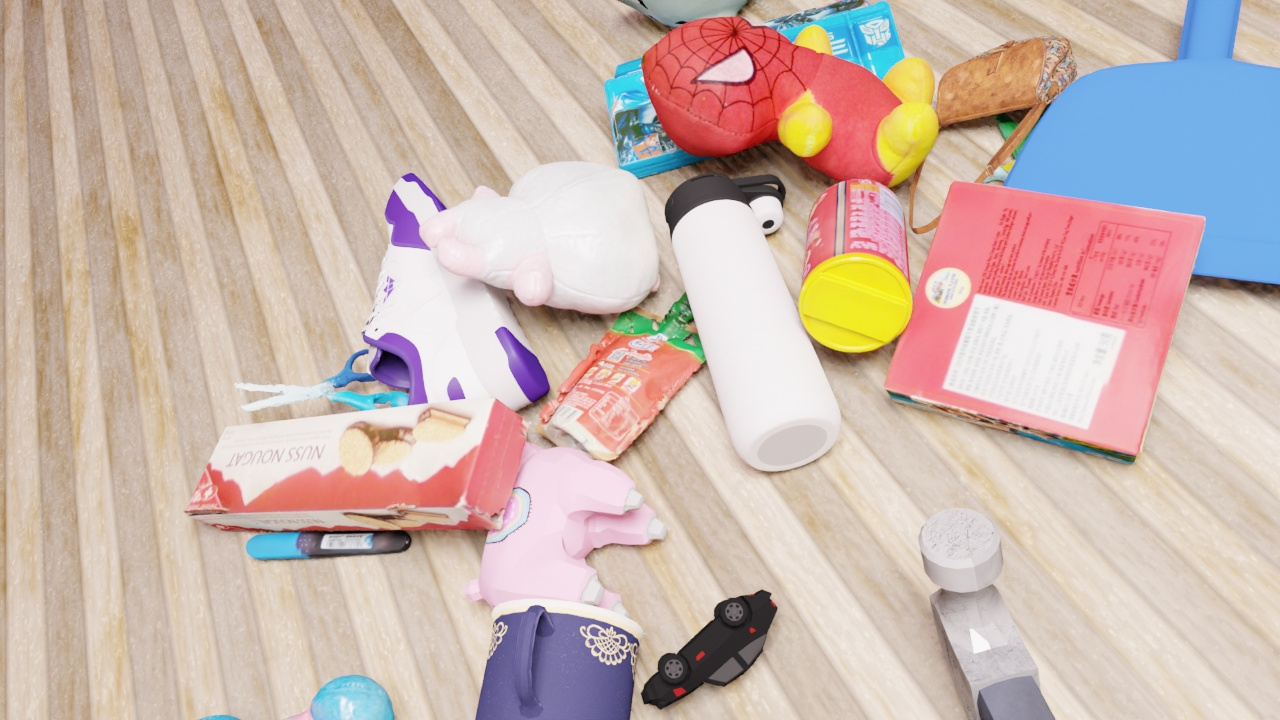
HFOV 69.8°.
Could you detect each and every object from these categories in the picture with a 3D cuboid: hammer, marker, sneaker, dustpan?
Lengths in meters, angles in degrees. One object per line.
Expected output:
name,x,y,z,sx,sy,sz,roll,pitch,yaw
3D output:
hammer,0.175,0.206,0.329,0.035,0.139,0.312,-18,33,5
marker,-0.217,0.128,0.639,0.123,0.015,0.018,-5,59,13
sneaker,-0.164,-0.037,0.700,0.111,0.092,0.244,-33,54,1
dustpan,0.368,-0.165,0.602,0.246,0.059,0.257,11,77,23

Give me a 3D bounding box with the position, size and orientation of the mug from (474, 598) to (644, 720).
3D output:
mug,-0.048,0.178,0.481,0.086,0.112,0.089,0,57,13

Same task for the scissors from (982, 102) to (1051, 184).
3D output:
scissors,0.274,-0.148,0.673,0.108,0.012,0.131,-20,52,4

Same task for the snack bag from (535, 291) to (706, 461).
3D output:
snack bag,-0.004,0.004,0.643,0.087,0.044,0.154,20,59,34

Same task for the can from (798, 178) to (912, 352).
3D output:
can,0.140,-0.065,0.597,0.067,0.067,0.124,-4,34,16

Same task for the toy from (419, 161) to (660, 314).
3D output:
toy,-0.066,-0.088,0.658,0.179,0.102,0.138,-11,50,-34

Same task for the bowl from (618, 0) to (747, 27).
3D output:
bowl,0.061,-0.336,0.843,0.174,0.068,0.174,-15,7,2

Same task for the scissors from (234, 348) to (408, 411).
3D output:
scissors,-0.238,0.016,0.680,0.134,0.016,0.083,3,42,-31

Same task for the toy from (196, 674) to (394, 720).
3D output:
toy,-0.205,0.270,0.475,0.224,0.099,0.191,-9,46,-4

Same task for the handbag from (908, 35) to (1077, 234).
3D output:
handbag,0.233,-0.163,0.653,0.094,0.043,0.195,3,49,52

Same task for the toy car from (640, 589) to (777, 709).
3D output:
toy car,0.040,0.163,0.508,0.091,0.042,0.036,-40,78,-11

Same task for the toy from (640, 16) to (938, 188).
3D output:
toy,0.104,-0.189,0.673,0.216,0.099,0.147,13,34,6

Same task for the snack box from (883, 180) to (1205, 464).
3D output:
snack box,0.238,-0.027,0.549,0.145,0.040,0.142,16,83,29

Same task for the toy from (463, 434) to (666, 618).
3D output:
toy,-0.067,0.099,0.575,0.158,0.067,0.123,12,61,31

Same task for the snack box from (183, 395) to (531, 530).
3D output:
snack box,-0.198,0.073,0.609,0.274,0.044,0.076,-6,56,33

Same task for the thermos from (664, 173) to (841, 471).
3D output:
thermos,0.084,-0.038,0.625,0.101,0.069,0.229,-3,52,-15

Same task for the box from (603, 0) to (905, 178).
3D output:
box,0.090,-0.255,0.785,0.244,0.060,0.175,-13,51,9
